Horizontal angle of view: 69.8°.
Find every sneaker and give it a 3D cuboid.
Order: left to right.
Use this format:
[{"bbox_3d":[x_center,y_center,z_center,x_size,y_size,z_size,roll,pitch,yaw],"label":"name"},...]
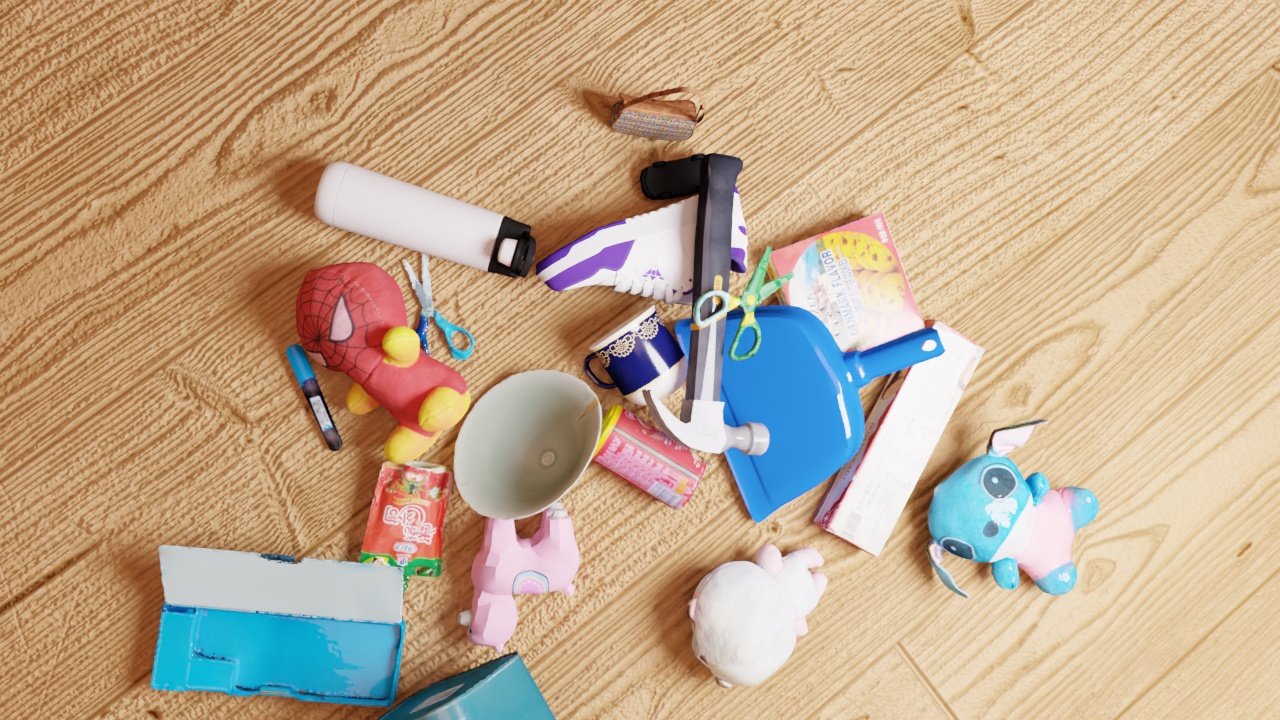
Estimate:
[{"bbox_3d":[0.011,-0.103,1.003,0.244,0.092,0.111,-21,95,-13],"label":"sneaker"}]

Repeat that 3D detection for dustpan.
[{"bbox_3d":[0.200,0.025,0.998,0.258,0.059,0.245,-22,92,27],"label":"dustpan"}]

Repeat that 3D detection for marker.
[{"bbox_3d":[-0.349,0.040,0.984,0.018,0.015,0.123,-23,94,-11],"label":"marker"}]

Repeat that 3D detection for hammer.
[{"bbox_3d":[0.079,-0.060,0.963,0.139,0.035,0.312,5,89,-21],"label":"hammer"}]

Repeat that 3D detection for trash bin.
[{"bbox_3d":[-0.161,0.430,0.900,0.197,0.198,0.218,-27,84,21],"label":"trash bin"}]

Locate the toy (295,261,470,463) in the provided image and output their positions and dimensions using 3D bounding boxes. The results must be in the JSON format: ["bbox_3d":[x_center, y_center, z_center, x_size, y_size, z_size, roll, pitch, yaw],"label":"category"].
[{"bbox_3d":[-0.269,-0.007,0.947,0.148,0.098,0.216,-37,90,33],"label":"toy"}]

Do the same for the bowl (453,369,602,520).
[{"bbox_3d":[-0.110,0.099,0.983,0.174,0.068,0.174,-11,58,19],"label":"bowl"}]

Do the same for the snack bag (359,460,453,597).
[{"bbox_3d":[-0.251,0.185,0.985,0.087,0.044,0.155,10,93,-16],"label":"snack bag"}]

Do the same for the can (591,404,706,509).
[{"bbox_3d":[0.006,0.106,1.003,0.124,0.067,0.066,32,84,-6],"label":"can"}]

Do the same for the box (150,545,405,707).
[{"bbox_3d":[-0.369,0.268,0.953,0.243,0.060,0.175,7,105,-8],"label":"box"}]

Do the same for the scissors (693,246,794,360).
[{"bbox_3d":[0.104,-0.067,0.949,0.108,0.012,0.131,23,83,-20],"label":"scissors"}]

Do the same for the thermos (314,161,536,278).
[{"bbox_3d":[-0.222,-0.143,0.964,0.230,0.101,0.068,17,100,-8],"label":"thermos"}]

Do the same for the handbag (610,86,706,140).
[{"bbox_3d":[0.026,-0.268,0.952,0.093,0.196,0.043,7,93,-10],"label":"handbag"}]

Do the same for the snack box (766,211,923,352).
[{"bbox_3d":[0.232,-0.079,1.053,0.145,0.040,0.142,-21,93,-7],"label":"snack box"}]

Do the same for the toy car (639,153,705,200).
[{"bbox_3d":[0.046,-0.206,1.034,0.092,0.036,0.042,-11,92,2],"label":"toy car"}]

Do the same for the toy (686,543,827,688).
[{"bbox_3d":[0.135,0.272,1.006,0.179,0.102,0.139,-31,105,-25],"label":"toy"}]

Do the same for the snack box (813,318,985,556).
[{"bbox_3d":[0.297,0.086,1.057,0.076,0.044,0.272,30,85,-12],"label":"snack box"}]

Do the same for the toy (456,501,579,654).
[{"bbox_3d":[-0.130,0.232,0.983,0.123,0.067,0.157,4,93,-10],"label":"toy"}]

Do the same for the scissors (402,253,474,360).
[{"bbox_3d":[-0.241,-0.053,1.000,0.083,0.016,0.135,-25,93,-6],"label":"scissors"}]

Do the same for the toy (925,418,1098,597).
[{"bbox_3d":[0.427,0.172,1.043,0.191,0.099,0.224,19,100,-12],"label":"toy"}]

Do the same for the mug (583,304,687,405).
[{"bbox_3d":[-0.006,0.006,1.004,0.112,0.085,0.089,-31,96,28],"label":"mug"}]
